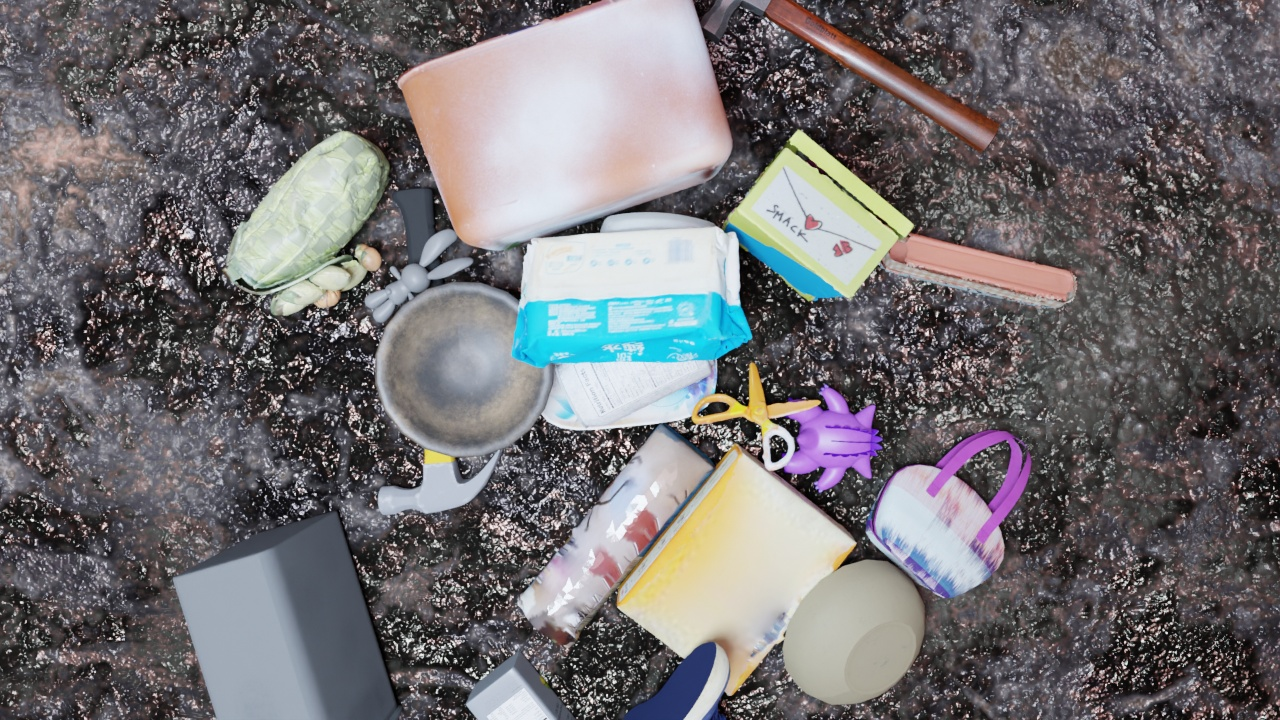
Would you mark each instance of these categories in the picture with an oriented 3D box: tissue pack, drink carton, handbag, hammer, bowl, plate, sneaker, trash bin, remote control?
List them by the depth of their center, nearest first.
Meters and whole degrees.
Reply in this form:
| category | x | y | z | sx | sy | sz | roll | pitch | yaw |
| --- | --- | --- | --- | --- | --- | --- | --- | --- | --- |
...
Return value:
| category | x | y | z | sx | sy | sz | roll | pitch | yaw |
| --- | --- | --- | --- | --- | --- | --- | --- | --- | --- |
| tissue pack | -0.008 | -0.056 | 0.812 | 0.209 | 0.066 | 0.116 | -4 | 67 | 10 |
| trash bin | -0.060 | -0.206 | 0.824 | 0.260 | 0.181 | 0.157 | -17 | 95 | 1 |
| trash bin | -0.320 | 0.273 | 0.856 | 0.097 | 0.191 | 0.220 | -16 | 92 | 2 |
| sneaker | 0.065 | 0.359 | 0.864 | 0.118 | 0.091 | 0.234 | 29 | 131 | -5 |
| bowl | -0.166 | 0.009 | 0.865 | 0.162 | 0.070 | 0.162 | 1 | 87 | -16 |
| handbag | -0.298 | -0.120 | 0.869 | 0.117 | 0.113 | 0.186 | 44 | 93 | -9 |
| remote control | 0.017 | -0.110 | 0.874 | 0.114 | 0.028 | 0.060 | 4 | 122 | -4 |
| bowl | 0.215 | 0.270 | 0.880 | 0.152 | 0.050 | 0.152 | -9 | 113 | -21 |
| hammer | 0.212 | -0.292 | 0.887 | 0.300 | 0.028 | 0.111 | 31 | 95 | -1 |
| handbag | 0.313 | 0.140 | 0.903 | 0.144 | 0.068 | 0.170 | 43 | 87 | -2 |
| plate | -0.021 | -0.028 | 0.915 | 0.187 | 0.016 | 0.187 | -6 | 94 | 1 |
| hammer | -0.209 | -0.009 | 0.916 | 0.127 | 0.029 | 0.323 | -4 | 93 | 1 |
| drink carton | -0.110 | 0.368 | 0.928 | 0.076 | 0.048 | 0.125 | -38 | 92 | 3 |

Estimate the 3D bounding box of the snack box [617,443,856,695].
| category | x | y | z | sx | sy | sz | roll | pitch | yaw |
| --- | --- | --- | --- | --- | --- | --- | --- | --- | --- |
| snack box | 0.093 | 0.204 | 0.897 | 0.145 | 0.080 | 0.195 | 38 | 94 | -2 |

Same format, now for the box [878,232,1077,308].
| category | x | y | z | sx | sy | sz | roll | pitch | yaw |
| --- | --- | --- | --- | --- | --- | --- | --- | --- | --- |
| box | 0.326 | -0.087 | 0.889 | 0.187 | 0.057 | 0.060 | 12 | 126 | 2 |

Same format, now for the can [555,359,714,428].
| category | x | y | z | sx | sy | sz | roll | pitch | yaw |
| --- | --- | --- | --- | --- | --- | --- | --- | --- | --- |
| can | -0.005 | 0.005 | 0.868 | 0.136 | 0.078 | 0.078 | -26 | 93 | 2 |

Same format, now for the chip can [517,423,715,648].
| category | x | y | z | sx | sy | sz | roll | pitch | yaw |
| --- | --- | --- | --- | --- | --- | --- | --- | --- | --- |
| chip can | -0.024 | 0.170 | 0.898 | 0.080 | 0.080 | 0.229 | 38 | 93 | -2 |

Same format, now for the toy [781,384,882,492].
| category | x | y | z | sx | sy | sz | roll | pitch | yaw |
| --- | --- | --- | --- | --- | --- | --- | --- | --- | --- |
| toy | 0.188 | 0.077 | 0.898 | 0.088 | 0.056 | 0.106 | 3 | 90 | 0 |

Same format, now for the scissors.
| category | x | y | z | sx | sy | sz | roll | pitch | yaw |
| --- | --- | --- | --- | --- | --- | --- | --- | --- | --- |
| scissors | 0.113 | 0.054 | 0.883 | 0.125 | 0.011 | 0.129 | -10 | 53 | -1 |

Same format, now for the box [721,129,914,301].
| category | x | y | z | sx | sy | sz | roll | pitch | yaw |
| --- | --- | --- | --- | --- | --- | --- | --- | --- | --- |
| box | 0.143 | -0.117 | 0.807 | 0.124 | 0.221 | 0.082 | 39 | 95 | 1 |

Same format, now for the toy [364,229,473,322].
| category | x | y | z | sx | sy | sz | roll | pitch | yaw |
| --- | --- | --- | --- | --- | --- | --- | --- | --- | --- |
| toy | -0.217 | -0.079 | 0.885 | 0.112 | 0.030 | 0.049 | -36 | 76 | 7 |
